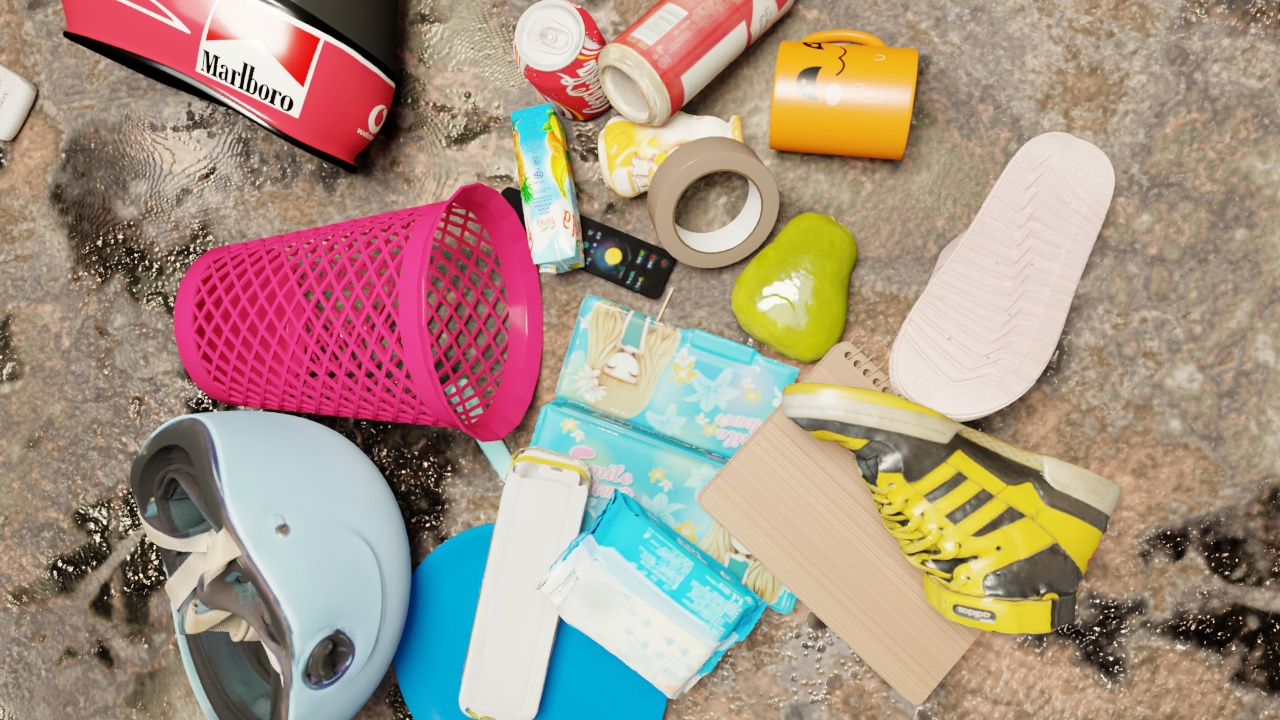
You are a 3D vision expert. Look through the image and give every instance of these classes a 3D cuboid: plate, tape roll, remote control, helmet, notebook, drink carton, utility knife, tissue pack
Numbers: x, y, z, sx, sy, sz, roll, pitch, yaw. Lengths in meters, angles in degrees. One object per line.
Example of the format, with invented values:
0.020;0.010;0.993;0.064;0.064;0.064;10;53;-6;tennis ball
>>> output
-0.086;0.232;0.719;0.224;0.024;0.224;2;98;13;plate
0.053;-0.116;0.680;0.093;0.030;0.094;-7;127;-9;tape roll
-0.048;-0.094;0.732;0.152;0.020;0.041;23;90;9;remote control
-0.614;-0.254;0.835;0.138;0.025;0.060;30;94;10;remote control
-0.294;-0.298;0.694;0.271;0.197;0.224;24;93;2;helmet
-0.260;0.163;0.678;0.226;0.166;0.266;8;102;46;helmet
0.172;0.109;0.654;0.210;0.022;0.169;43;83;0;notebook
-0.071;-0.130;0.705;0.038;0.044;0.129;-11;81;7;drink carton
-0.122;0.066;0.743;0.022;0.015;0.120;-34;84;16;utility knife
0.008;0.165;0.643;0.144;0.061;0.093;39;91;-11;tissue pack

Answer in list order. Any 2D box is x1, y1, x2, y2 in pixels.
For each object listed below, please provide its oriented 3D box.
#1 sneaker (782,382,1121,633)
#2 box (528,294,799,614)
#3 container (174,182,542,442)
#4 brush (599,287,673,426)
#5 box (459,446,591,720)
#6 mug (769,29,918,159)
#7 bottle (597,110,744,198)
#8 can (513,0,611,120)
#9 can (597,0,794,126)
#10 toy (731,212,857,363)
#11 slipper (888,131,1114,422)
0.190;0.101;0.600;0.238;0.086;0.122;19;80;-6;sneaker
0.034;0.068;0.690;0.227;0.039;0.182;19;99;6;box
-0.214;-0.031;0.692;0.226;0.183;0.183;-2;88;18;container
-0.005;0.004;0.722;0.048;0.017;0.126;26;93;10;brush
-0.086;0.168;0.683;0.066;0.044;0.210;13;100;-2;box
0.150;-0.204;0.678;0.096;0.078;0.112;7;59;10;mug
0.024;-0.161;0.700;0.109;0.063;0.063;-6;87;9;bottle
-0.055;-0.226;0.693;0.064;0.104;0.064;0;88;10;can
0.045;-0.244;0.669;0.067;0.067;0.170;41;72;9;can
0.122;-0.058;0.684;0.090;0.051;0.110;31;91;7;toy
0.257;-0.054;0.655;0.094;0.064;0.239;31;76;9;slipper
